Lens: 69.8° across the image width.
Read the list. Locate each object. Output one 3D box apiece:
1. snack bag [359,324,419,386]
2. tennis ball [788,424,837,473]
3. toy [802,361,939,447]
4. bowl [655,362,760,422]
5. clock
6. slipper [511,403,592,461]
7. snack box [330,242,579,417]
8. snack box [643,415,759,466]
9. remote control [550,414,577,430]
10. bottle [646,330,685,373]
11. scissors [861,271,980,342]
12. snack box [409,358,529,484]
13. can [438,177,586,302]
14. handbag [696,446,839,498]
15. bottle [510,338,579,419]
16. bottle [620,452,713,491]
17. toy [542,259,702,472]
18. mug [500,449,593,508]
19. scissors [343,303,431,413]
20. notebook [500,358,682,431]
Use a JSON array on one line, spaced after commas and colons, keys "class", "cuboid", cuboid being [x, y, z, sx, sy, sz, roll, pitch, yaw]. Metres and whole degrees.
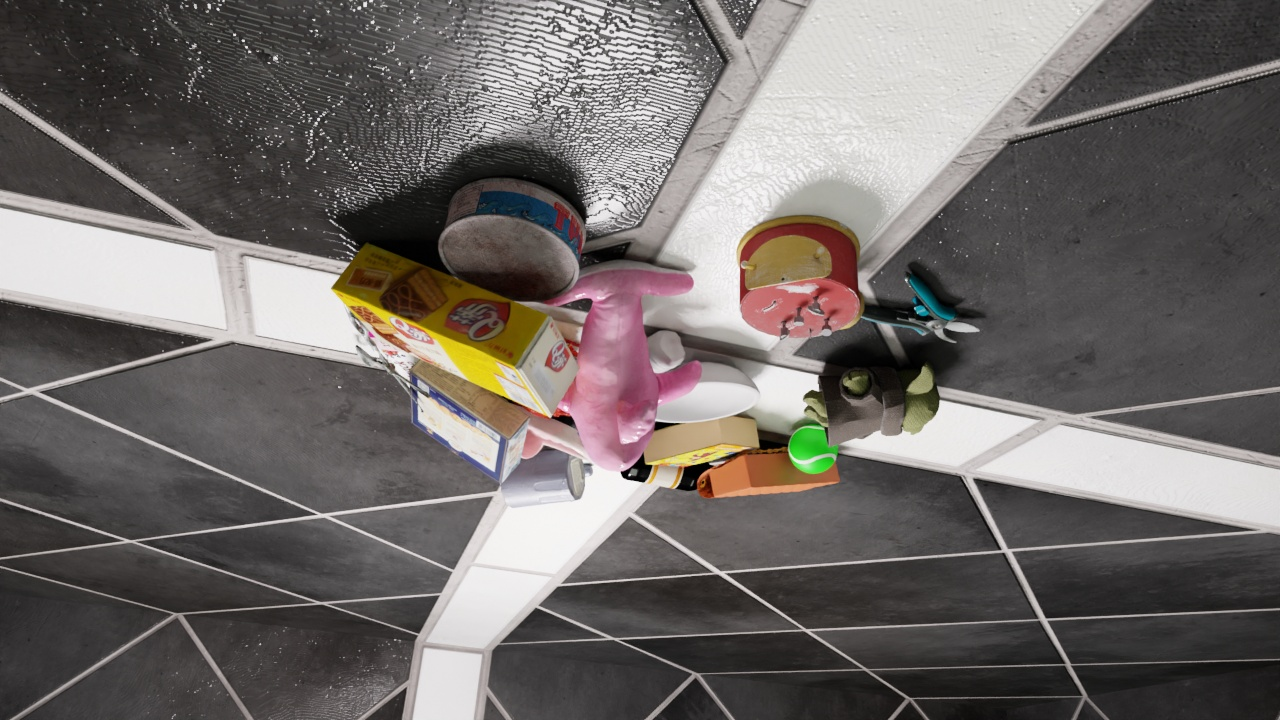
[{"class": "snack bag", "cuboid": [-0.275, -0.003, 1.102, 0.070, 0.016, 0.197, 3, 151, 12]}, {"class": "tennis ball", "cuboid": [0.229, 0.118, 1.221, 0.065, 0.065, 0.065, 3, 152, 1]}, {"class": "toy", "cuboid": [0.270, 0.048, 1.072, 0.153, 0.078, 0.179, -9, 151, 7]}, {"class": "bowl", "cuboid": [0.066, 0.033, 1.097, 0.149, 0.043, 0.150, -4, 159, -2]}, {"class": "clock", "cuboid": [0.155, -0.061, 0.877, 0.117, 0.081, 0.159, -8, 150, 22]}, {"class": "slipper", "cuboid": [-0.154, 0.096, 1.199, 0.222, 0.055, 0.107, 13, 161, 25]}, {"class": "snack box", "cuboid": [-0.180, -0.031, 0.898, 0.230, 0.061, 0.110, 22, 159, 23]}, {"class": "snack box", "cuboid": [0.080, 0.108, 1.224, 0.126, 0.040, 0.088, -19, 161, 36]}, {"class": "remote control", "cuboid": [-0.093, 0.097, 1.247, 0.033, 0.015, 0.147, -4, 152, 17]}, {"class": "bottle", "cuboid": [-0.006, 0.006, 1.063, 0.044, 0.044, 0.137, 23, 147, -32]}, {"class": "scissors", "cuboid": [0.280, -0.049, 0.950, 0.125, 0.019, 0.155, -8, 149, 23]}, {"class": "snack box", "cuboid": [-0.208, 0.070, 1.101, 0.144, 0.042, 0.145, 34, 150, 6]}, {"class": "can", "cuboid": [-0.118, -0.109, 0.848, 0.130, 0.044, 0.130, 6, 150, 3]}, {"class": "handbag", "cuboid": [0.177, 0.158, 1.290, 0.171, 0.060, 0.109, 2, 159, -36]}, {"class": "bottle", "cuboid": [-0.114, 0.012, 1.047, 0.111, 0.098, 0.099, 34, 142, -23]}, {"class": "bottle", "cuboid": [0.064, 0.158, 1.325, 0.181, 0.059, 0.059, 13, 151, -16]}, {"class": "toy", "cuboid": [-0.020, 0.027, 0.949, 0.186, 0.127, 0.266, -4, 123, -8]}, {"class": "mug", "cuboid": [-0.137, 0.173, 1.373, 0.104, 0.083, 0.123, -8, 174, 17]}, {"class": "scissors", "cuboid": [-0.296, -0.003, 1.045, 0.142, 0.014, 0.175, 16, 143, 45]}, {"class": "notebook", "cuboid": [-0.060, 0.061, 1.206, 0.149, 0.016, 0.206, -21, 144, 40]}]
